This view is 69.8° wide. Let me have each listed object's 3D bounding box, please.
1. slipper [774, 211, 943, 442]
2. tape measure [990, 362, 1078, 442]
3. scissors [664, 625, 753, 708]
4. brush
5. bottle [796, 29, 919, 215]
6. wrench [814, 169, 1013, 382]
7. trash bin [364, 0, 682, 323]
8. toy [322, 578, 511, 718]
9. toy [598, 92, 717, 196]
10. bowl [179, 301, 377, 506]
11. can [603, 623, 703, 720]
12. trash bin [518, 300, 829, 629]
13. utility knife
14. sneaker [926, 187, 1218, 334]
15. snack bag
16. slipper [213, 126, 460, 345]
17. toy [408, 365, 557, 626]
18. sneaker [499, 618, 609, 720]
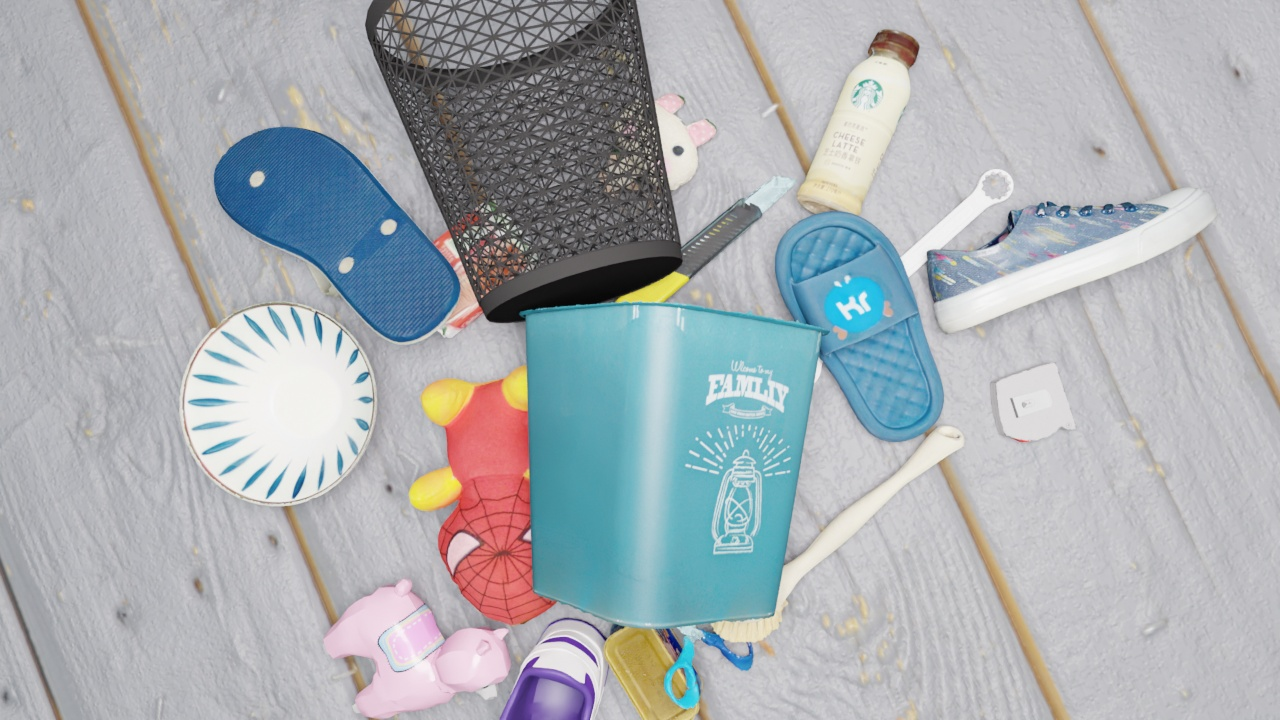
[{"bbox_3d":[0.194,-0.029,0.774,0.104,0.059,0.214,-29,98,1],"label":"slipper"},{"bbox_3d":[0.336,0.038,0.789,0.062,0.020,0.060,-17,87,5],"label":"tape measure"},{"bbox_3d":[0.049,0.238,0.783,0.133,0.127,0.014,22,132,-27],"label":"scissors"},{"bbox_3d":[0.168,0.145,0.787,0.272,0.077,0.062,-37,49,-4],"label":"brush"},{"bbox_3d":[0.191,-0.203,0.792,0.056,0.056,0.162,23,90,6],"label":"bottle"},{"bbox_3d":[0.220,-0.071,0.809,0.273,0.009,0.047,-42,85,3],"label":"wrench"},{"bbox_3d":[-0.078,-0.171,0.733,0.217,0.217,0.243,-17,85,4],"label":"trash bin"},{"bbox_3d":[-0.189,0.248,0.791,0.158,0.067,0.123,-28,87,24],"label":"toy"},{"bbox_3d":[0.012,-0.190,0.816,0.112,0.050,0.087,-37,85,-2],"label":"toy"},{"bbox_3d":[-0.311,0.038,0.825,0.177,0.071,0.177,0,88,5],"label":"bowl"},{"bbox_3d":[0.012,0.267,0.792,0.054,0.059,0.100,-33,86,3],"label":"can"},{"bbox_3d":[0.017,0.076,0.704,0.196,0.200,0.218,7,86,-37],"label":"trash bin"},{"bbox_3d":[0.059,-0.101,0.815,0.203,0.020,0.029,-39,89,-4],"label":"utility knife"},{"bbox_3d":[0.350,-0.100,0.760,0.236,0.087,0.079,-23,88,8],"label":"sneaker"},{"bbox_3d":[-0.154,-0.084,0.831,0.116,0.036,0.077,-38,86,3],"label":"snack bag"},{"bbox_3d":[-0.266,-0.115,0.827,0.295,0.060,0.118,40,87,20],"label":"slipper"},{"bbox_3d":[-0.116,0.117,0.791,0.148,0.098,0.216,-9,86,15],"label":"toy"},{"bbox_3d":[-0.089,0.347,0.773,0.092,0.111,0.244,16,90,6],"label":"sneaker"}]
